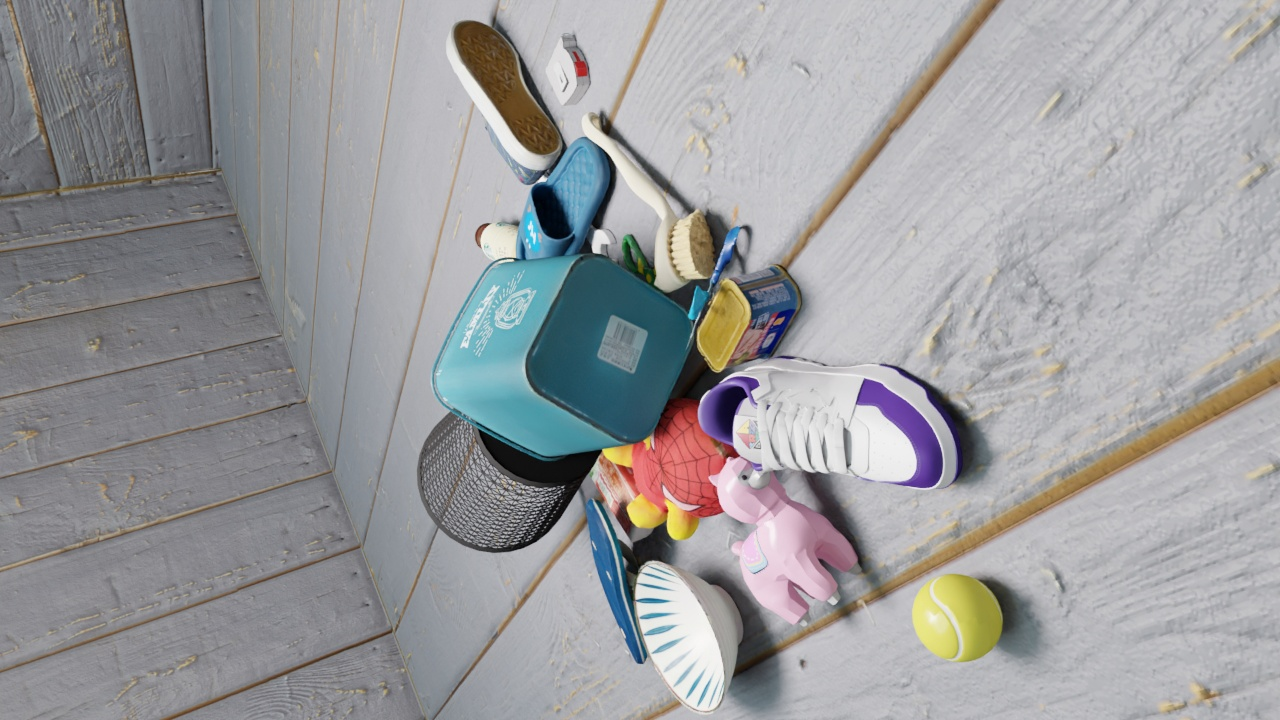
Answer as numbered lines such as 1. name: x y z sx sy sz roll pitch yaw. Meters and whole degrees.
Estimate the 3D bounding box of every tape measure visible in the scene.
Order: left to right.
1. tape measure: -0.084 -0.327 1.043 0.062 0.020 0.060 66 150 13

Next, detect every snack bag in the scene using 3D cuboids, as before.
1. snack bag: -0.019 0.162 1.157 0.116 0.036 0.077 54 144 32

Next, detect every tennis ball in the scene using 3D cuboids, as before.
1. tennis ball: 0.242 0.196 0.701 0.065 0.065 0.065 34 132 49

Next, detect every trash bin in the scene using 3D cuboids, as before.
1. trash bin: -0.159 0.114 1.181 0.217 0.216 0.244 66 151 14
2. trash bin: -0.075 -0.006 0.958 0.219 0.199 0.196 -6 56 62

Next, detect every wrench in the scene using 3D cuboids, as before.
1. wrench: -0.100 -0.202 1.144 0.273 0.009 0.047 51 143 35

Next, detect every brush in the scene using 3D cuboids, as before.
1. brush: 0.000 -0.175 0.946 0.272 0.077 0.062 61 -175 34

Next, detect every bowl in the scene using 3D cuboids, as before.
1. bowl: 0.067 0.303 1.044 0.177 0.070 0.177 33 131 49

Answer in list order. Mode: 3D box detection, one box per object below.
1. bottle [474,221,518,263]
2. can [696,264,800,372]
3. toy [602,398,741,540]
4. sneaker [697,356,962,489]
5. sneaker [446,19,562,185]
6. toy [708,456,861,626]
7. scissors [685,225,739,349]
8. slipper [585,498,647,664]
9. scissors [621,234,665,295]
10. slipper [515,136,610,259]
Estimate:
1. bottle: -0.176 -0.156 1.247 0.162 0.056 0.056 27 126 52
2. can: 0.096 -0.038 0.841 0.054 0.058 0.100 57 146 27
3. toy: 0.043 0.107 0.965 0.147 0.098 0.217 62 151 1
4. sneaker: 0.140 0.054 0.758 0.244 0.111 0.092 17 118 56
5. sneaker: -0.180 -0.320 1.147 0.235 0.087 0.079 60 146 16
6. toy: 0.123 0.162 0.850 0.157 0.067 0.124 44 141 10
7. scissors: 0.067 -0.070 0.862 0.014 0.127 0.133 24 92 10
8. slipper: -0.017 0.277 1.178 0.118 0.060 0.295 50 158 44
9. scissors: 0.014 -0.094 1.002 0.125 0.011 0.132 62 148 22
10. slipper: -0.103 -0.177 1.089 0.214 0.059 0.103 -53 55 41
